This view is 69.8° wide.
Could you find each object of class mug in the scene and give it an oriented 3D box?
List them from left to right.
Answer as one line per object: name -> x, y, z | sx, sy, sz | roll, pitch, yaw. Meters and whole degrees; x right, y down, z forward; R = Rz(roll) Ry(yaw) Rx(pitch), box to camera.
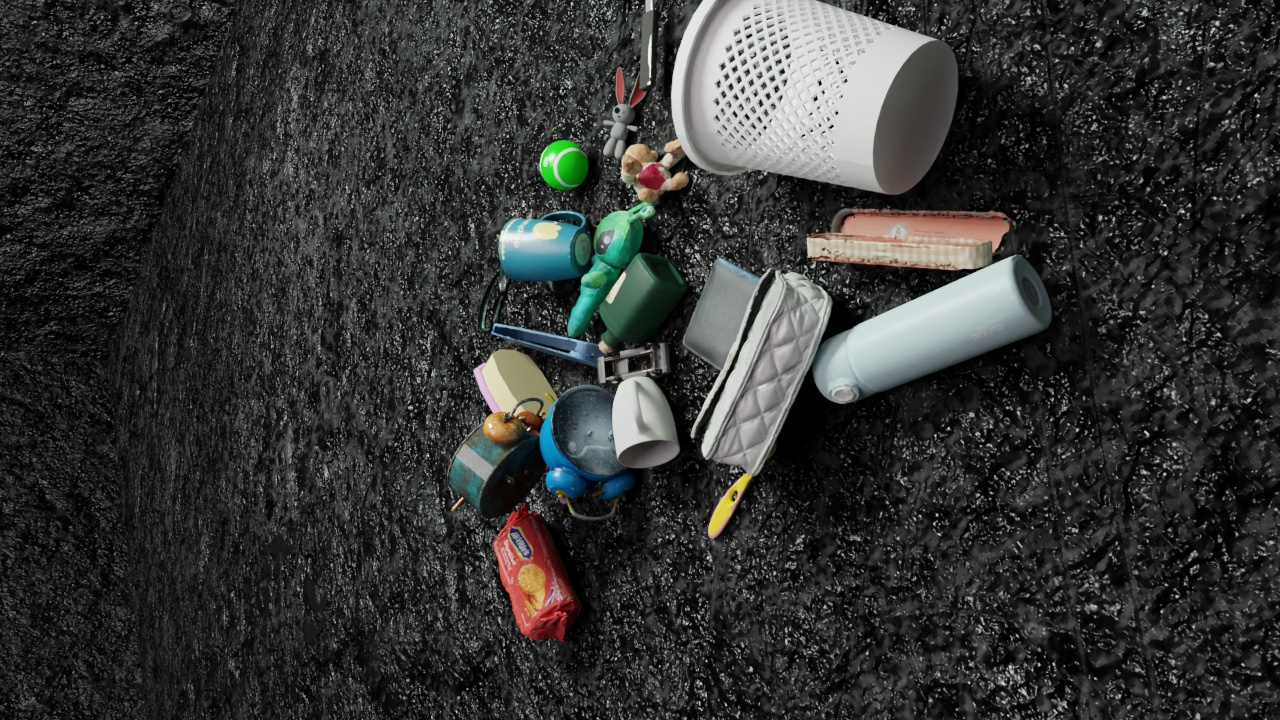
mug -> -0.115, -0.156, 1.214 | 0.104, 0.084, 0.112 | 6, 53, 26
mug -> 0.000, 0.059, 1.036 | 0.071, 0.107, 0.089 | -12, 59, 3

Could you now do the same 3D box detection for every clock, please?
clock -> -0.159, 0.116, 1.110 | 0.073, 0.121, 0.158 | 34, 103, 23
clock -> -0.062, 0.109, 1.084 | 0.060, 0.116, 0.161 | -38, 52, 50

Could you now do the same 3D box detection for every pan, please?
pan -> 0.019, -0.511, 1.156 | 0.179, 0.041, 0.357 | -6, 79, 48

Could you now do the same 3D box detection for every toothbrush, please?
toothbrush -> 0.104, 0.136, 0.965 | 0.021, 0.016, 0.136 | 49, 118, 39

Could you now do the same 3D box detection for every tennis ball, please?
tennis ball -> -0.102, -0.261, 1.230 | 0.066, 0.065, 0.065 | -11, 75, 47

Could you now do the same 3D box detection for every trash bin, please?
trash bin -> 0.168, -0.245, 0.851 | 0.200, 0.195, 0.196 | 29, 105, 37

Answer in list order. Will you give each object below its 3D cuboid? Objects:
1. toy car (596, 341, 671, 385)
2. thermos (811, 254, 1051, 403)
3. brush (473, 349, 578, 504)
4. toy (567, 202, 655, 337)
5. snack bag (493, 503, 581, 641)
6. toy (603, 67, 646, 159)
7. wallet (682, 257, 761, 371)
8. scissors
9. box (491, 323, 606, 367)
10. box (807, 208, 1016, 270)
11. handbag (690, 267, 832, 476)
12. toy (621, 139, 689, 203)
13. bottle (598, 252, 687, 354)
toy car -> -0.007, 0.006, 1.089 | 0.092, 0.037, 0.040 | -11, 72, 20
thermos -> 0.244, -0.020, 0.799 | 0.207, 0.065, 0.077 | -27, 29, 42
brush -> -0.136, 0.083, 1.202 | 0.043, 0.089, 0.228 | -46, 64, 27
toy -> -0.036, -0.116, 1.131 | 0.194, 0.072, 0.130 | -61, 9, 21
snack bag -> -0.135, 0.273, 1.164 | 0.082, 0.082, 0.176 | -53, 48, 27
toy -> -0.021, -0.315, 1.176 | 0.049, 0.030, 0.112 | 17, 100, 20
wallet -> 0.093, -0.046, 1.004 | 0.089, 0.026, 0.115 | 34, 108, 47
scissors -> -0.173, -0.112, 1.322 | 0.202, 0.015, 0.202 | 37, 113, 45
box -> -0.122, -0.018, 1.210 | 0.210, 0.065, 0.037 | 12, 88, 48
box -> 0.241, -0.110, 0.836 | 0.187, 0.085, 0.048 | 12, 125, 47
handbag -> 0.116, 0.007, 0.903 | 0.138, 0.072, 0.195 | -73, 6, -77
toy -> 0.014, -0.236, 1.103 | 0.085, 0.074, 0.106 | -30, 25, -4
bottle -> -0.008, -0.059, 1.091 | 0.131, 0.061, 0.061 | -53, 51, 28
